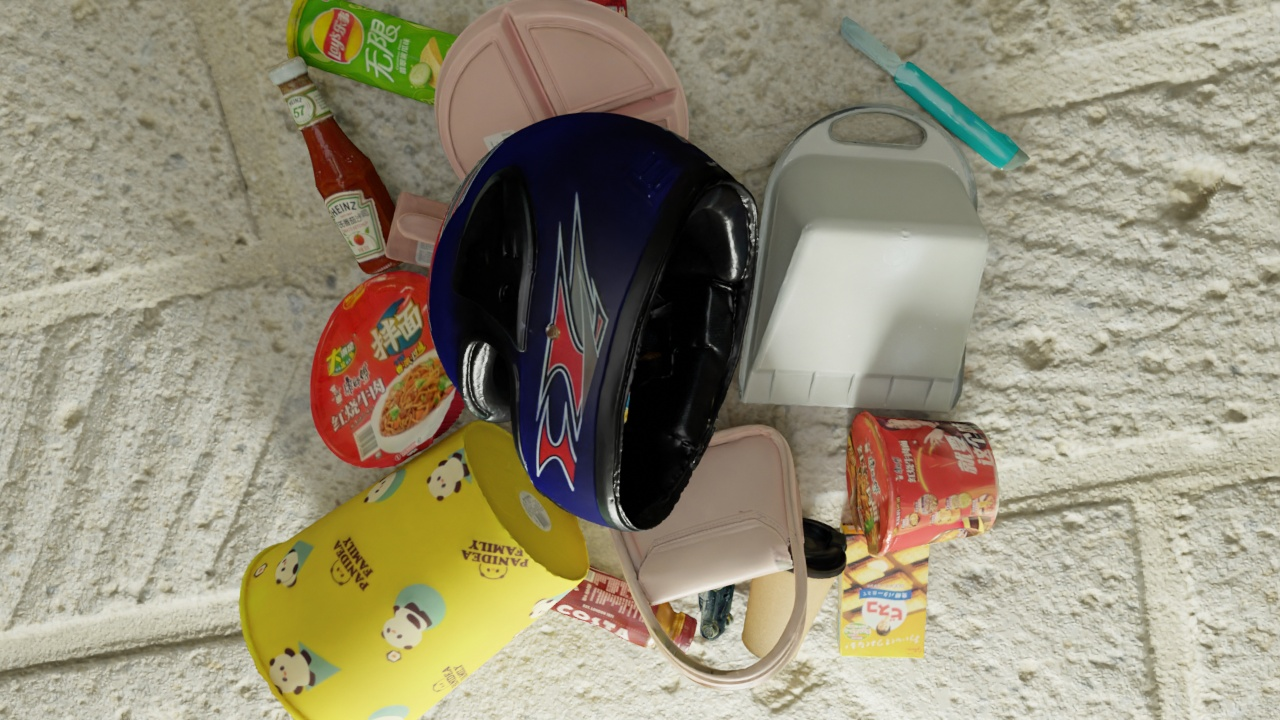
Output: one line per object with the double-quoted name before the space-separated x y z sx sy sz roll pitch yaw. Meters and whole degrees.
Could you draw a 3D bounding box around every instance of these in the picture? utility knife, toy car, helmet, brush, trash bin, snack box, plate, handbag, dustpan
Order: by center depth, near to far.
"helmet" -0.055 -0.042 0.752 0.241 0.247 0.315 16 93 29
"plate" -0.072 -0.205 0.818 0.229 0.028 0.230 3 132 3
"utility knife" 0.270 -0.245 0.848 0.218 0.013 0.029 37 105 -6
"handbag" 0.071 0.187 0.861 0.193 0.093 0.233 -17 57 7
"brush" -0.162 -0.109 0.866 0.145 0.073 0.063 15 89 -21
"dustpan" 0.213 -0.096 0.874 0.222 0.142 0.258 3 131 -5
"trash bin" -0.203 0.203 0.883 0.255 0.229 0.229 -37 97 10
"snack box" 0.250 0.239 0.951 0.087 0.033 0.140 0 104 5
"toy car" 0.079 0.249 0.963 0.034 0.042 0.090 12 102 30

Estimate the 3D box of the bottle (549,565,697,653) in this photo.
"bottle" -0.027 0.257 0.965 0.175 0.057 0.057 23 103 -1

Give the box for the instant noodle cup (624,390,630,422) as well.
"instant noodle cup" -0.005 0.005 0.892 0.099 0.099 0.110 45 94 -6

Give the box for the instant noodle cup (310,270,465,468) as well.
"instant noodle cup" -0.231 0.014 0.892 0.194 0.065 0.193 -8 73 28

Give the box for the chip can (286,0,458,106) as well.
"chip can" -0.211 -0.278 0.851 0.221 0.072 0.073 17 103 1

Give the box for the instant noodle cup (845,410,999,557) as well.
"instant noodle cup" 0.267 0.113 0.874 0.108 0.138 0.138 -3 102 -3

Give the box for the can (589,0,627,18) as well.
"can" -0.034 -0.269 0.847 0.053 0.053 0.133 -4 102 6

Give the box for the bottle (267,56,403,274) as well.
"bottle" -0.283 -0.181 0.865 0.060 0.059 0.206 -20 113 9

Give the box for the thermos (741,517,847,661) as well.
"thermos" 0.150 0.232 0.932 0.093 0.093 0.143 13 111 2
